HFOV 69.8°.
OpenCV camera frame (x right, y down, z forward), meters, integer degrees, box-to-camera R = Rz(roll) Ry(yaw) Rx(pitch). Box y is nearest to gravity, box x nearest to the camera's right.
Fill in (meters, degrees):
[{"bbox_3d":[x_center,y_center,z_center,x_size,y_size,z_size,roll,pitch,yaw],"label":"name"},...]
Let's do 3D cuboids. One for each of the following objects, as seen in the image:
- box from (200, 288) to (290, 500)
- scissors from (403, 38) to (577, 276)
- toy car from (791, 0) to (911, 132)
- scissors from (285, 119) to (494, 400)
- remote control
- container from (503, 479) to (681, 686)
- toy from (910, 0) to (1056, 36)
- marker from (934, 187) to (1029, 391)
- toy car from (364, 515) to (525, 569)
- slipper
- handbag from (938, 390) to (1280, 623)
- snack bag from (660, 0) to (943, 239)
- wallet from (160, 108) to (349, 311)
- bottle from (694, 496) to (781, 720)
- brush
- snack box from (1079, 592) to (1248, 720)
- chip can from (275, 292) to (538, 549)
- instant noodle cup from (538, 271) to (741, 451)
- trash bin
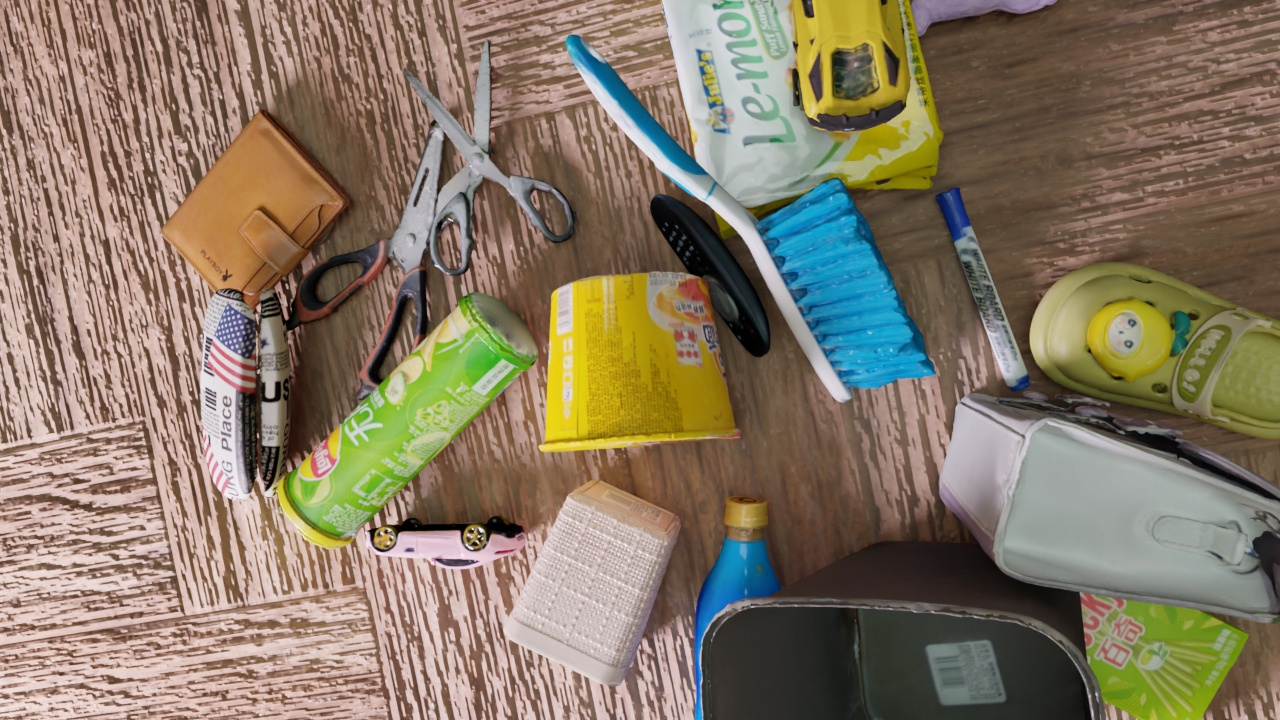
[{"bbox_3d":[-0.306,0.027,0.691,0.081,0.075,0.163,2,102,-23],"label":"box"},{"bbox_3d":[-0.116,-0.146,0.682,0.159,0.014,0.181,19,94,-1],"label":"scissors"},{"bbox_3d":[0.124,-0.217,0.562,0.071,0.041,0.156,-6,92,10],"label":"toy car"},{"bbox_3d":[-0.191,-0.074,0.709,0.222,0.015,0.189,-17,90,11],"label":"scissors"},{"bbox_3d":[0.054,-0.063,0.648,0.024,0.053,0.136,-34,87,-15],"label":"remote control"},{"bbox_3d":[-0.028,0.153,0.656,0.090,0.090,0.111,23,94,9],"label":"container"},{"bbox_3d":[0.231,-0.260,0.609,0.108,0.039,0.084,-4,83,12],"label":"toy"},{"bbox_3d":[0.236,-0.049,0.631,0.017,0.017,0.146,-20,89,11],"label":"marker"},{"bbox_3d":[-0.147,0.138,0.693,0.122,0.056,0.037,-2,85,11],"label":"toy car"},{"bbox_3d":[0.352,-0.006,0.581,0.190,0.081,0.091,18,93,6],"label":"slipper"},{"bbox_3d":[0.267,0.074,0.540,0.145,0.197,0.098,16,96,9],"label":"handbag"},{"bbox_3d":[0.101,-0.220,0.620,0.158,0.068,0.246,-13,91,11],"label":"snack bag"},{"bbox_3d":[-0.303,-0.113,0.721,0.132,0.031,0.108,-44,83,11],"label":"wallet"},{"bbox_3d":[0.070,0.207,0.652,0.065,0.065,0.218,3,93,10],"label":"bottle"},{"bbox_3d":[0.080,-0.090,0.581,0.110,0.060,0.314,-24,118,20],"label":"brush"},{"bbox_3d":[0.313,0.182,0.624,0.156,0.026,0.086,27,97,8],"label":"snack box"},{"bbox_3d":[-0.171,0.043,0.683,0.221,0.072,0.072,-43,85,10],"label":"chip can"},{"bbox_3d":[-0.004,0.004,0.625,0.138,0.138,0.109,-5,83,11],"label":"instant noodle cup"},{"bbox_3d":[0.170,0.208,0.536,0.199,0.219,0.198,-4,91,29],"label":"trash bin"}]
